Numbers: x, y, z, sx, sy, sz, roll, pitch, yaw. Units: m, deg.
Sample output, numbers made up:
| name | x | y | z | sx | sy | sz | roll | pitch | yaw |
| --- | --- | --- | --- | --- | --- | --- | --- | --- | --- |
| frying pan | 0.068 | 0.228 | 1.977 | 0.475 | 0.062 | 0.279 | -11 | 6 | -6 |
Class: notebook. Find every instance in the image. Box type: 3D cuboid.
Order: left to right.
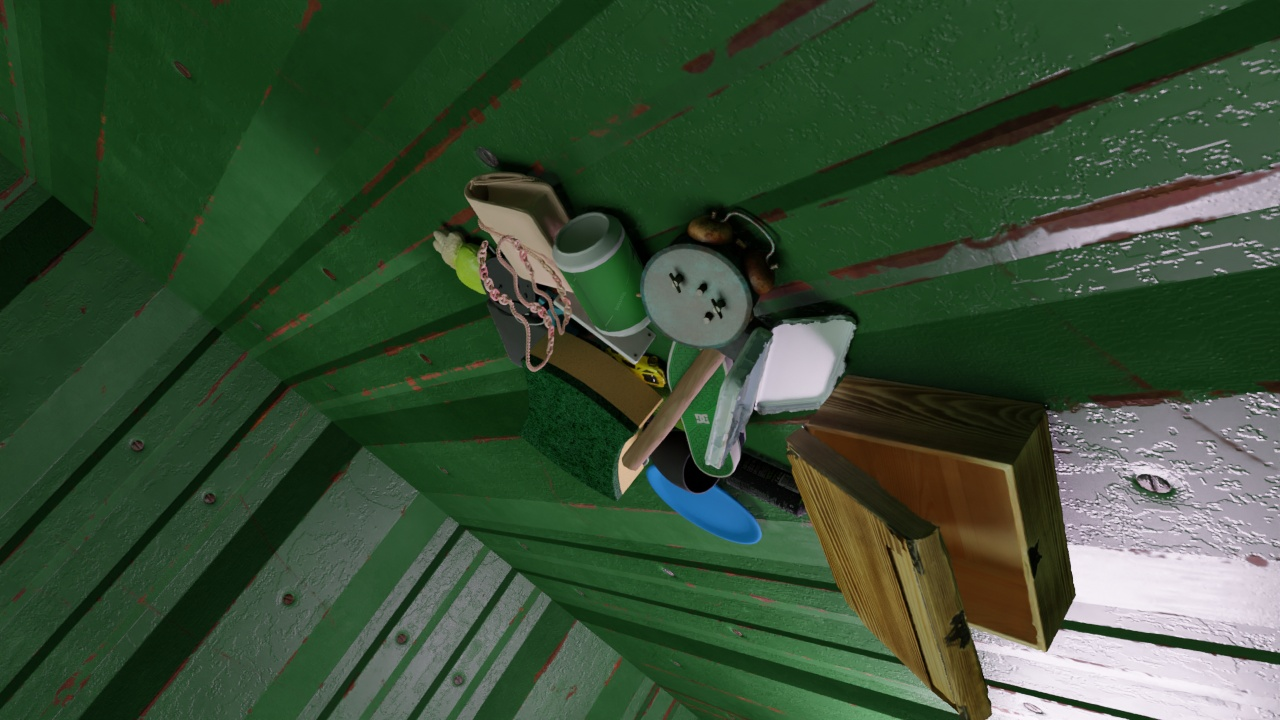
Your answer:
| name | x | y | z | sx | sy | sz | roll | pitch | yaw |
| --- | --- | --- | --- | --- | --- | --- | --- | --- | --- |
| notebook | -0.138 | -0.009 | 1.440 | 0.209 | 0.029 | 0.170 | 27 | 153 | 25 |

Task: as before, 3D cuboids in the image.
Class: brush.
| name | x | y | z | sx | sy | sz | roll | pitch | yaw |
| --- | --- | --- | --- | --- | --- | --- | --- | --- | --- |
| brush | -0.082 | 0.084 | 1.371 | 0.195 | 0.075 | 0.251 | 33 | 148 | 13 |

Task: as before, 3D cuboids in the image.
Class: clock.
| name | x | y | z | sx | sy | sz | roll | pitch | yaw |
| --- | --- | --- | --- | --- | --- | --- | --- | --- | --- |
| clock | -0.166 | -0.100 | 1.251 | 0.091 | 0.042 | 0.121 | 4 | 125 | 32 |
| clock | 0.072 | -0.084 | 0.946 | 0.121 | 0.073 | 0.158 | 40 | 126 | -2 |

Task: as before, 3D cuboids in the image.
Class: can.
| name | x | y | z | sx | sy | sz | roll | pitch | yaw |
| --- | --- | --- | --- | --- | --- | --- | --- | --- | --- |
| can | -0.039 | -0.099 | 1.075 | 0.088 | 0.087 | 0.140 | 14 | 149 | 38 |
| can | 0.185 | 0.178 | 1.332 | 0.138 | 0.053 | 0.054 | 23 | 153 | 25 |

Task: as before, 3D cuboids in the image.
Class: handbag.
| name | x | y | z | sx | sy | sz | roll | pitch | yaw |
| --- | --- | --- | --- | --- | --- | --- | --- | --- | --- |
| handbag | -0.163 | -0.116 | 1.080 | 0.117 | 0.186 | 0.199 | 13 | 153 | 28 |

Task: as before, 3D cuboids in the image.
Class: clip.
| name | x | y | z | sx | sy | sz | roll | pitch | yaw |
| --- | --- | --- | --- | --- | --- | --- | --- | --- | --- |
| clip | -0.116 | -0.067 | 1.311 | 0.121 | 0.033 | 0.119 | 23 | 157 | 24 |

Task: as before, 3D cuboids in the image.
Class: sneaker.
| name | x | y | z | sx | sy | sz | roll | pitch | yaw |
| --- | --- | --- | --- | --- | --- | --- | --- | --- | --- |
| sneaker | 0.094 | 0.037 | 1.187 | 0.084 | 0.078 | 0.236 | 6 | 128 | 25 |

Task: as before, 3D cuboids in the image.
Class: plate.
| name | x | y | z | sx | sy | sz | roll | pitch | yaw |
| --- | --- | --- | --- | --- | --- | --- | --- | --- | --- |
| plate | 0.112 | 0.239 | 1.574 | 0.224 | 0.024 | 0.225 | 28 | 155 | 14 |

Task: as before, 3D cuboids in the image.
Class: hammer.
| name | x | y | z | sx | sy | sz | roll | pitch | yaw |
| --- | --- | --- | --- | --- | --- | --- | --- | --- | --- |
| hammer | 0.052 | 0.043 | 1.131 | 0.098 | 0.052 | 0.329 | 34 | 134 | 2 |

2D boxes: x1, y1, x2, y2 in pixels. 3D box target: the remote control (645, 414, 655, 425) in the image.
| name | x | y | z | sx | sy | sz | roll | pitch | yaw |
| --- | --- | --- | --- | --- | --- | --- | --- | --- | --- |
| remote control | 0.028 | 0.107 | 1.459 | 0.046 | 0.009 | 0.124 | 4 | 142 | 49 |

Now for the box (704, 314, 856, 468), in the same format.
| name | x | y | z | sx | sy | sz | roll | pitch | yaw |
| --- | --- | --- | --- | --- | --- | --- | --- | --- | --- |
| box | 0.142 | 0.028 | 1.012 | 0.084 | 0.185 | 0.211 | 50 | 163 | 22 |

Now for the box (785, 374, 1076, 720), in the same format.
| name | x | y | z | sx | sy | sz | roll | pitch | yaw |
| --- | --- | --- | --- | --- | --- | --- | --- | --- | --- |
| box | 0.285 | 0.193 | 0.987 | 0.259 | 0.220 | 0.279 | 12 | 136 | 45 |

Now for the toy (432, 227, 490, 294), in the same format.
| name | x | y | z | sx | sy | sz | roll | pitch | yaw |
| --- | --- | --- | --- | --- | --- | --- | --- | --- | --- |
| toy | -0.251 | -0.145 | 1.315 | 0.115 | 0.046 | 0.092 | 39 | 156 | 9 |

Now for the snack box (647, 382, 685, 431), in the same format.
| name | x | y | z | sx | sy | sz | roll | pitch | yaw |
| --- | --- | --- | --- | --- | --- | --- | --- | --- | --- |
| snack box | 0.075 | 0.079 | 1.327 | 0.147 | 0.025 | 0.080 | 27 | 155 | 16 |

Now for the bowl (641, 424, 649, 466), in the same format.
| name | x | y | z | sx | sy | sz | roll | pitch | yaw |
| --- | --- | --- | --- | --- | --- | --- | --- | --- | --- |
| bowl | -0.025 | 0.122 | 1.499 | 0.110 | 0.055 | 0.110 | 28 | 155 | 14 |

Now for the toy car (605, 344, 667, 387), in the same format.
| name | x | y | z | sx | sy | sz | roll | pitch | yaw |
| --- | --- | --- | --- | --- | --- | --- | --- | --- | --- |
| toy car | -0.008 | 0.008 | 1.301 | 0.107 | 0.030 | 0.049 | 21 | 153 | 31 |

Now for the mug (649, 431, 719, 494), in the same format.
| name | x | y | z | sx | sy | sz | roll | pitch | yaw |
| --- | --- | --- | --- | --- | --- | --- | --- | --- | --- |
| mug | 0.077 | 0.153 | 1.413 | 0.118 | 0.085 | 0.100 | 16 | -177 | -39 |

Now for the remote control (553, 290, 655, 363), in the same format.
| name | x | y | z | sx | sy | sz | roll | pitch | yaw |
| --- | --- | --- | --- | --- | --- | --- | --- | --- | --- |
| remote control | -0.047 | -0.054 | 1.211 | 0.136 | 0.050 | 0.011 | 37 | 156 | -4 |
